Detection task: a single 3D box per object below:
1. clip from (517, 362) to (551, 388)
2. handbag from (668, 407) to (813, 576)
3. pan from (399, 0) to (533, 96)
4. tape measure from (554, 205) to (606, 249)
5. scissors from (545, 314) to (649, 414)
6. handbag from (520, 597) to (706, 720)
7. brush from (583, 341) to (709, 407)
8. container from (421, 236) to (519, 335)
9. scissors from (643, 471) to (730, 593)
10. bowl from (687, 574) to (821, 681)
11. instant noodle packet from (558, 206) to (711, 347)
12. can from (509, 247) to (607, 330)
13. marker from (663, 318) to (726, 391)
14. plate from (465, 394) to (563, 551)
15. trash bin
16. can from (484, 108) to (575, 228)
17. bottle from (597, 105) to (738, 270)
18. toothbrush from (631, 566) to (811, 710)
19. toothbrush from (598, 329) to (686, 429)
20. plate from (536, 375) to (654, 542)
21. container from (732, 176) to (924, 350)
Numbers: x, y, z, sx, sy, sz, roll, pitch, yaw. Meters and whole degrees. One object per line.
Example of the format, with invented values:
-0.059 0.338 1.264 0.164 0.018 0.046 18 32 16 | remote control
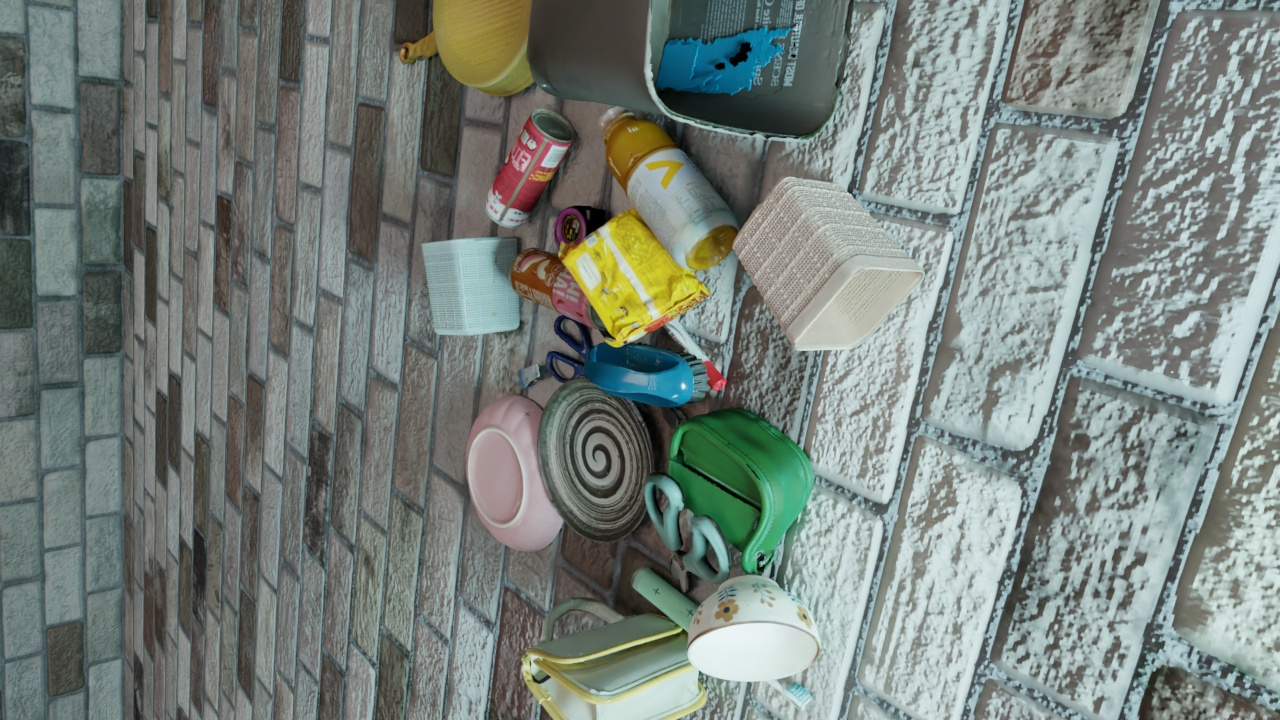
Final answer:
-0.125 0.016 1.070 0.057 0.032 0.025 -19 78 51 | clip
0.084 0.112 0.822 0.131 0.067 0.120 38 129 37 | handbag
-0.210 -0.404 1.098 0.358 0.078 0.197 3 93 41 | pan
-0.061 -0.135 0.967 0.058 0.039 0.057 7 99 42 | tape measure
-0.049 0.018 0.992 0.133 0.012 0.172 -48 61 37 | scissors
-0.036 0.281 0.894 0.179 0.163 0.063 27 112 43 | handbag
-0.005 0.013 0.875 0.144 0.073 0.055 12 104 48 | brush
-0.199 -0.088 1.089 0.090 0.089 0.111 3 99 48 | container
0.032 0.165 0.864 0.143 0.019 0.180 49 156 18 | scissors
0.097 0.227 0.797 0.114 0.113 0.062 -48 28 39 | bowl
-0.008 -0.086 0.884 0.111 0.044 0.128 -30 67 1 | instant noodle packet
-0.078 -0.078 0.978 0.147 0.057 0.058 25 112 43 | can
0.036 -0.026 0.889 0.145 0.017 0.017 53 129 30 | marker
-0.160 0.138 1.105 0.193 0.039 0.192 7 99 47 | plate
0.030 -0.288 0.751 0.220 0.198 0.199 21 108 52 | trash bin
-0.125 -0.211 1.018 0.133 0.053 0.053 -51 58 38 | can
0.019 -0.167 0.854 0.189 0.067 0.068 56 131 28 | bottle
0.070 0.262 0.875 0.225 0.027 0.026 29 149 43 | toothbrush
-0.006 0.005 0.941 0.181 0.018 0.016 52 125 34 | toothbrush
-0.045 0.104 0.981 0.180 0.024 0.179 8 101 43 | plate
0.140 -0.078 0.717 0.090 0.089 0.111 -54 54 36 | container
